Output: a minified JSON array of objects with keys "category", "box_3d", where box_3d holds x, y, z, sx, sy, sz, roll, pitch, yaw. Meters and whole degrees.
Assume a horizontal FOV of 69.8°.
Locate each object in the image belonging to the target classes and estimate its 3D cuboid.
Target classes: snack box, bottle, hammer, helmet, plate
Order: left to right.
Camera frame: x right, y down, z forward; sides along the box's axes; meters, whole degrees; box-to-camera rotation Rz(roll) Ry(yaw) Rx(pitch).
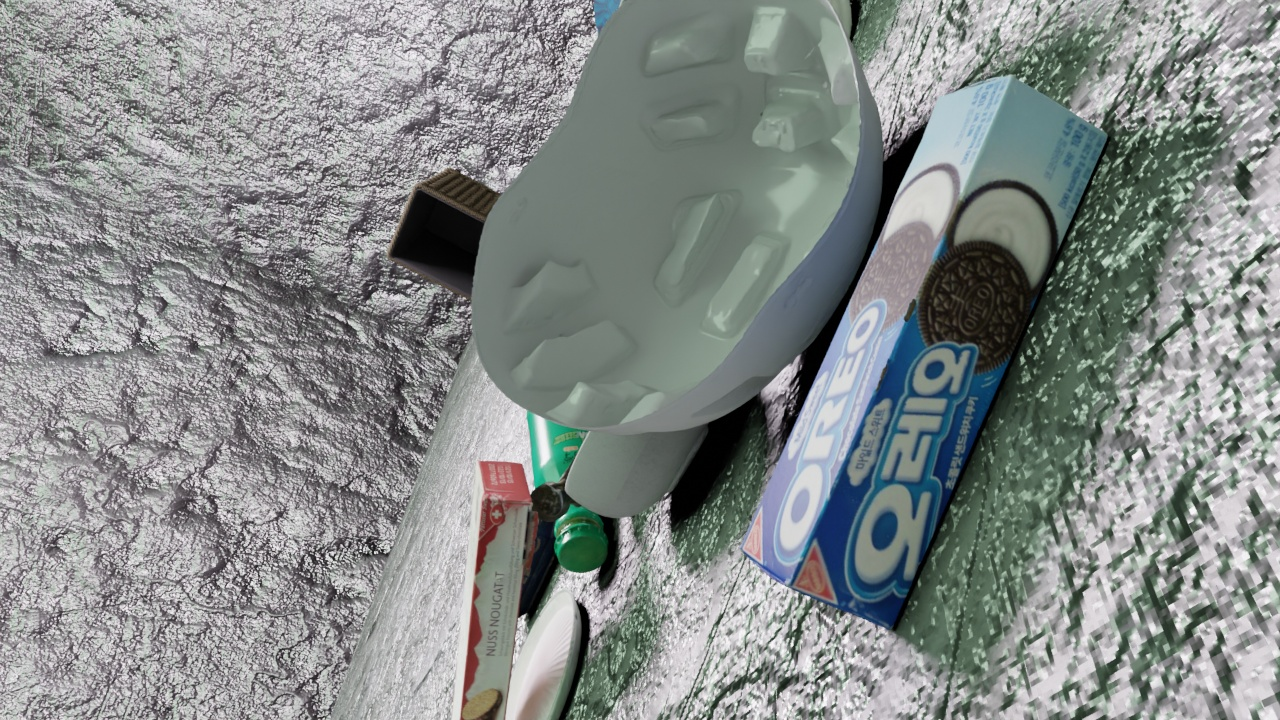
[{"category":"snack box","box_3d":[-0.122,0.218,0.737,0.076,0.044,0.273,-123,40,-67]},{"category":"bottle","box_3d":[-0.108,0.180,0.929,0.161,0.056,0.056,-65,14,5]},{"category":"plate","box_3d":[-0.084,0.271,0.776,0.157,0.014,0.156,-59,15,27]},{"category":"bottle","box_3d":[-0.065,0.106,0.846,0.068,0.068,0.209,-59,25,25]},{"category":"hammer","box_3d":[0.008,-0.031,0.718,0.132,0.033,0.334,-20,-43,-63]},{"category":"helmet","box_3d":[0.023,-0.078,0.544,0.225,0.184,0.281,12,60,41]},{"category":"snack box","box_3d":[0.118,-0.005,0.391,0.226,0.059,0.059,-66,18,0]}]

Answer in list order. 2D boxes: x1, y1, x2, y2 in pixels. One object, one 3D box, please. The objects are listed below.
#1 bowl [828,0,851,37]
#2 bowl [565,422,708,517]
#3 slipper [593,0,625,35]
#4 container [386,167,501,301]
[{"category":"bowl","box_3d":[0.078,-0.275,0.758,0.178,0.070,0.177,-10,70,31]},{"category":"bowl","box_3d":[0.008,0.055,0.654,0.131,0.064,0.132,-57,-8,-13]},{"category":"slipper","box_3d":[-0.007,-0.254,0.891,0.118,0.060,0.295,17,126,61]},{"category":"container","box_3d":[-0.306,-0.241,1.852,0.177,0.321,0.204,-59,9,28]}]
